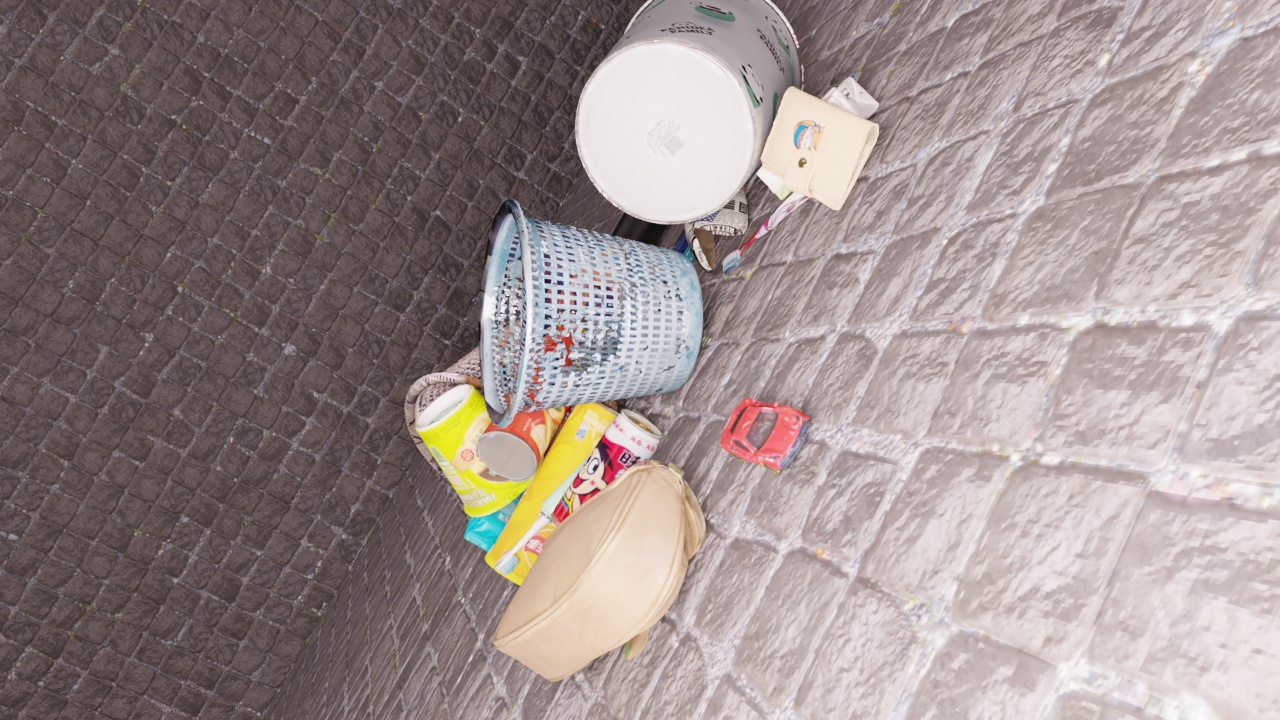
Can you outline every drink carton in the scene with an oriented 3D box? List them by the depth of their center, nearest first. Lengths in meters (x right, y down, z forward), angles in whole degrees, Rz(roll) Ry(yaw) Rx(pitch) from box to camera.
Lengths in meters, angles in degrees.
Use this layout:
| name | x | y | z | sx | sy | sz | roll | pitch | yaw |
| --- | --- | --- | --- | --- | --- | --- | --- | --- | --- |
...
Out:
| name | x | y | z | sx | sy | sz | roll | pitch | yaw |
| --- | --- | --- | --- | --- | --- | --- | --- | --- | --- |
| drink carton | 0.171 | -0.218 | 0.903 | 0.123 | 0.045 | 0.053 | -43 | 2 | 43 |

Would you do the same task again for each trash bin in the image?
| name | x | y | z | sx | sy | sz | roll | pitch | yaw |
| --- | --- | --- | --- | --- | --- | --- | --- | --- | --- |
| trash bin | -0.050 | -0.043 | 0.940 | 0.227 | 0.195 | 0.226 | -179 | 91 | -70 |
| trash bin | 0.051 | -0.277 | 0.995 | 0.230 | 0.229 | 0.251 | -50 | 7 | 32 |
| trash bin | -0.169 | 0.054 | 1.233 | 0.228 | 0.227 | 0.191 | -44 | 8 | 45 |

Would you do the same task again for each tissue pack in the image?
| name | x | y | z | sx | sy | sz | roll | pitch | yaw |
| --- | --- | --- | --- | --- | --- | --- | --- | --- | --- |
| tissue pack | -0.159 | 0.193 | 1.111 | 0.050 | 0.093 | 0.133 | -49 | 17 | 20 |

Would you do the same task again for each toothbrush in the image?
| name | x | y | z | sx | sy | sz | roll | pitch | yaw |
| --- | --- | --- | --- | --- | --- | --- | --- | --- | --- |
| toothbrush | 0.138 | -0.142 | 0.947 | 0.188 | 0.016 | 0.017 | -41 | 32 | 50 |
| toothbrush | -0.073 | 0.139 | 0.967 | 0.224 | 0.027 | 0.026 | -46 | 19 | -5 |

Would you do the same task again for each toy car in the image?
| name | x | y | z | sx | sy | sz | roll | pitch | yaw |
| --- | --- | --- | --- | --- | --- | --- | --- | --- | --- |
| toy car | 0.092 | 0.053 | 0.686 | 0.049 | 0.031 | 0.106 | -61 | 17 | -5 |

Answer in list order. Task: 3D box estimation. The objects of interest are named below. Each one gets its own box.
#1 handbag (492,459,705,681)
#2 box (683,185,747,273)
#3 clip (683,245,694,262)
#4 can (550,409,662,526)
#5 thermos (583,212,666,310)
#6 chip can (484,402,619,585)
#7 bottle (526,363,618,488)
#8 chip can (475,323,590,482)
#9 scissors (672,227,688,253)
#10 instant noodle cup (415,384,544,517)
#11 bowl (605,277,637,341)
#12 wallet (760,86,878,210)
| name | x | y | z | sx | sy | sz | roll | pitch | yaw |
| --- | --- | --- | --- | --- | --- | --- | --- | --- | --- |
| handbag | -0.030 | 0.173 | 0.731 | 0.205 | 0.100 | 0.147 | -43 | 14 | 46 |
| box | 0.094 | -0.174 | 1.095 | 0.088 | 0.076 | 0.162 | -26 | 24 | 20 |
| clip | 0.068 | -0.145 | 1.185 | 0.056 | 0.014 | 0.039 | -61 | 14 | -4 |
| can | -0.033 | 0.116 | 0.923 | 0.133 | 0.053 | 0.053 | -57 | 15 | 9 |
| thermos | -0.019 | -0.173 | 1.435 | 0.242 | 0.068 | 0.090 | -59 | -8 | 0 |
| chip can | -0.088 | 0.145 | 1.016 | 0.213 | 0.072 | 0.072 | -59 | 15 | -5 |
| bottle | -0.073 | 0.088 | 1.100 | 0.174 | 0.057 | 0.057 | -63 | 15 | -14 |
| chip can | -0.113 | 0.042 | 1.040 | 0.073 | 0.073 | 0.216 | -48 | 10 | 36 |
| scissors | 0.035 | -0.134 | 1.276 | 0.175 | 0.012 | 0.107 | -44 | 23 | 48 |
| instant noodle cup | -0.191 | 0.097 | 1.049 | 0.112 | 0.123 | 0.111 | -29 | 23 | 13 |
| bowl | -0.034 | -0.081 | 1.269 | 0.117 | 0.066 | 0.116 | -54 | 20 | 29 |
| wallet | 0.160 | -0.195 | 0.848 | 0.115 | 0.024 | 0.087 | 42 | 123 | 43 |
